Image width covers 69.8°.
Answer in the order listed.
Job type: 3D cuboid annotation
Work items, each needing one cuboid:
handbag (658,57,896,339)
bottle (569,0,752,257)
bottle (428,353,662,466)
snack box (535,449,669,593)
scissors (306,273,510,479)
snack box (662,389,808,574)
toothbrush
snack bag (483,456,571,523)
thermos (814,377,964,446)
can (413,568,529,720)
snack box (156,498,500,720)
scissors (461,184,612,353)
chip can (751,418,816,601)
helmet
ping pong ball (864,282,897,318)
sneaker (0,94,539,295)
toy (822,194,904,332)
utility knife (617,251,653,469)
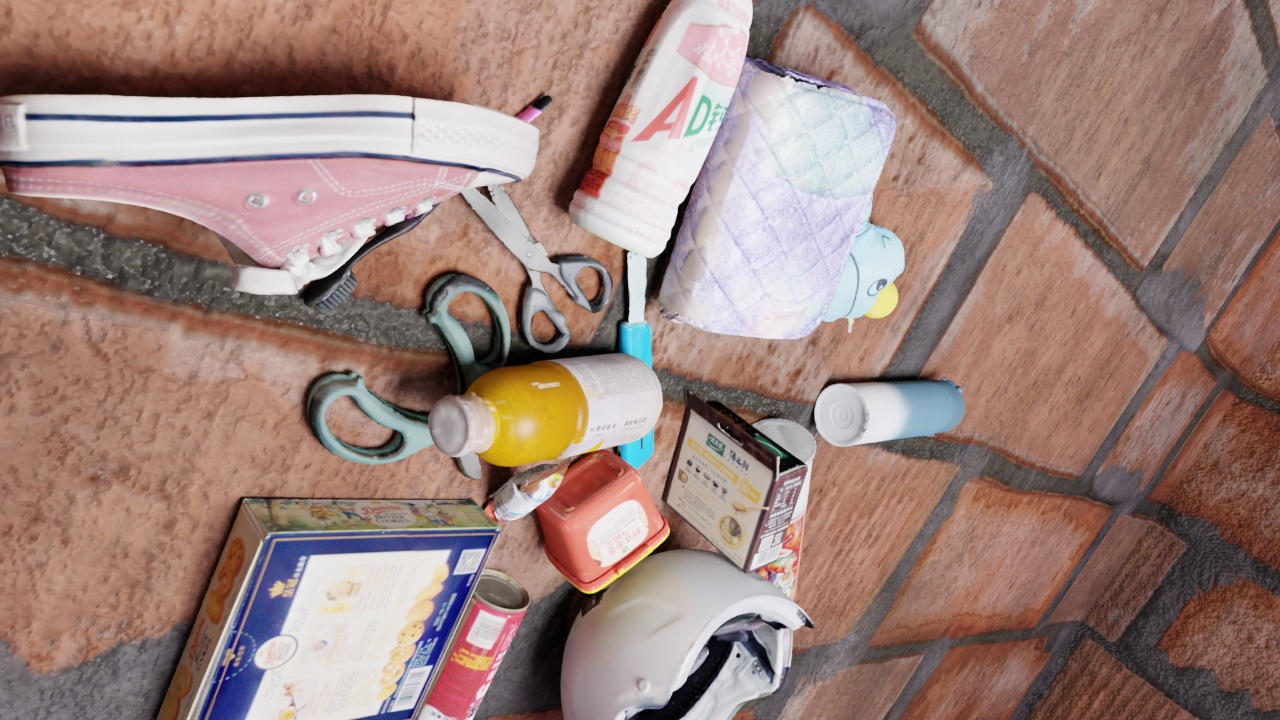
[{"bbox_3d":[0.097,-0.114,0.680,0.134,0.075,0.194,3,115,-34],"label":"handbag"},{"bbox_3d":[0.022,-0.166,0.581,0.068,0.068,0.197,15,103,-48],"label":"bottle"},{"bbox_3d":[-0.060,0.033,0.623,0.189,0.068,0.068,-6,123,-54],"label":"bottle"},{"bbox_3d":[-0.033,0.125,0.732,0.091,0.082,0.080,-34,127,-23],"label":"snack box"},{"bbox_3d":[-0.124,0.013,0.607,0.174,0.019,0.176,25,99,-49],"label":"scissors"},{"bbox_3d":[0.079,0.100,0.792,0.053,0.113,0.126,-11,126,-40],"label":"snack box"},{"bbox_3d":[-0.120,-0.093,0.536,0.189,0.014,0.018,-44,150,-11],"label":"toothbrush"},{"bbox_3d":[-0.086,0.098,0.672,0.048,0.026,0.104,-22,169,-36],"label":"snack bag"},{"bbox_3d":[0.276,0.055,0.987,0.220,0.070,0.070,0,118,-44],"label":"thermos"},{"bbox_3d":[-0.138,0.235,0.730,0.053,0.053,0.133,11,110,-48],"label":"can"},{"bbox_3d":[-0.207,0.180,0.628,0.182,0.046,0.178,11,110,-48],"label":"snack box"},{"bbox_3d":[-0.066,-0.072,0.597,0.150,0.014,0.171,-18,132,-37],"label":"scissors"},{"bbox_3d":[0.131,0.161,0.922,0.071,0.071,0.215,-27,135,-28],"label":"chip can"},{"bbox_3d":[0.017,0.271,0.836,0.228,0.146,0.259,-16,139,-33],"label":"helmet"},{"bbox_3d":[0.223,-0.060,0.870,0.040,0.040,0.040,-25,133,-30],"label":"ping pong ball"},{"bbox_3d":[-0.160,-0.080,0.436,0.240,0.118,0.088,-9,107,-33],"label":"sneaker"},{"bbox_3d":[0.174,-0.090,0.795,0.161,0.050,0.156,-16,129,-26],"label":"toy"},{"bbox_3d":[-0.004,0.004,0.717,0.034,0.018,0.205,-24,131,-30],"label":"utility knife"}]
